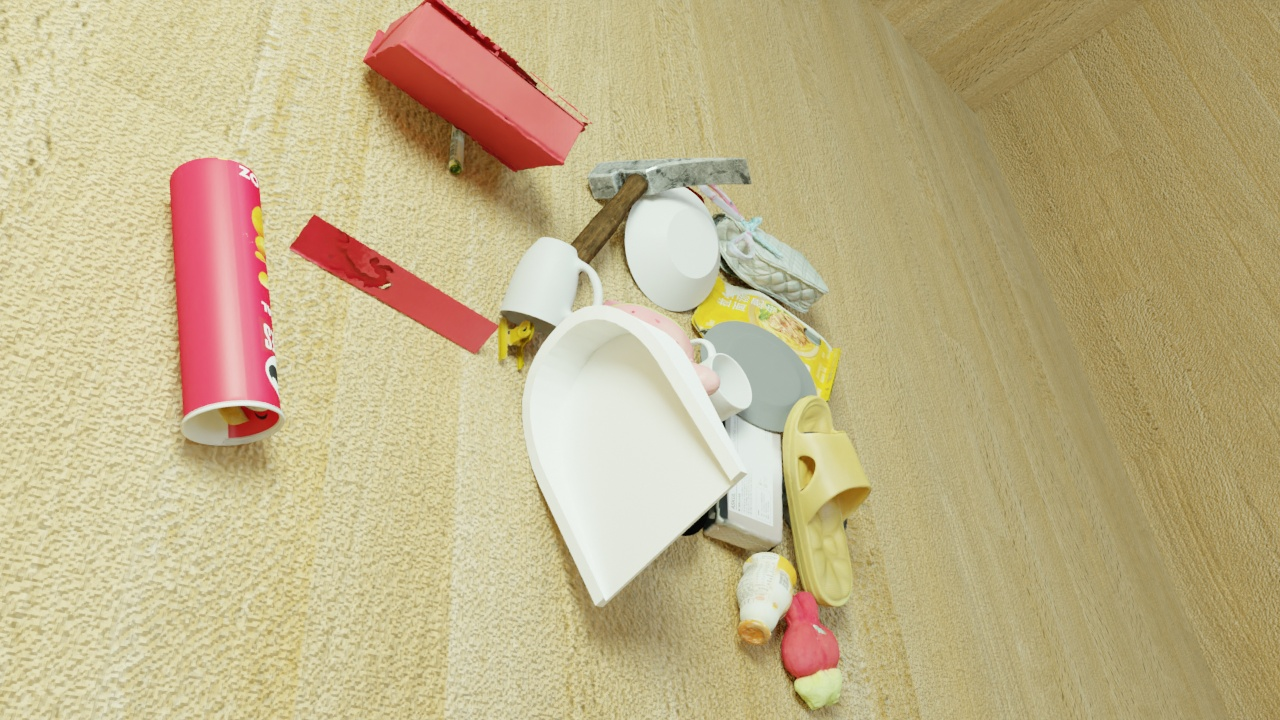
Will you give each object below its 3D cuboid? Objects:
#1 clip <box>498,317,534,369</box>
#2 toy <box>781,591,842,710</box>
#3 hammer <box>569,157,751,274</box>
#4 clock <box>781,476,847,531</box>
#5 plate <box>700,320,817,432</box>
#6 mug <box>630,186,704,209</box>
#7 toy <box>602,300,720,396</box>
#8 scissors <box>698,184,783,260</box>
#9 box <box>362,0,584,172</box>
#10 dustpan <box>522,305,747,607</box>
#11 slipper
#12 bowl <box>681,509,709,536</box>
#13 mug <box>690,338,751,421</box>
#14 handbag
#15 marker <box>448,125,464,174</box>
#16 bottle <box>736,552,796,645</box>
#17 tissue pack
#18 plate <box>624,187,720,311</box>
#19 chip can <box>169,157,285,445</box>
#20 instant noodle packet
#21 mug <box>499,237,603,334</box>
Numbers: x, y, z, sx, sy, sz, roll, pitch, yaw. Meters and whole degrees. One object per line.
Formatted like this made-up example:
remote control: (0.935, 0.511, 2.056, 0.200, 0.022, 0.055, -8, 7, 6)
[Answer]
clip: (-0.129, -0.023, 0.955, 0.048, 0.046, 0.054, -3, 56, -2)
toy: (0.195, 0.335, 1.066, 0.091, 0.045, 0.135, 2, 66, -47)
hammer: (-0.016, -0.156, 1.096, 0.299, 0.218, 0.037, -57, 140, -41)
clock: (0.222, 0.184, 1.212, 0.147, 0.056, 0.103, 31, 44, -36)
plate: (0.159, 0.016, 1.202, 0.178, 0.012, 0.178, 18, 46, -20)
mug: (0.035, -0.208, 1.280, 0.082, 0.073, 0.105, 29, 52, -35)
toy: (-0.006, 0.006, 1.023, 0.192, 0.097, 0.236, 22, 34, -4)
scissors: (0.144, -0.188, 1.310, 0.170, 0.013, 0.175, 38, 32, -21)
box: (-0.167, -0.378, 1.052, 0.213, 0.148, 0.373, 33, 45, -30)
dustpan: (-0.031, 0.064, 0.861, 0.053, 0.192, 0.257, 24, 29, -39)
slipper: (0.235, 0.169, 1.131, 0.099, 0.079, 0.263, 7, 75, -43)
bowl: (0.013, 0.139, 0.989, 0.124, 0.053, 0.123, 31, 42, -33)
mug: (0.072, 0.028, 1.117, 0.073, 0.091, 0.110, 9, 57, -48)
handbag: (0.195, -0.150, 1.428, 0.194, 0.073, 0.138, 22, 31, -41)
marker: (-0.212, -0.272, 1.070, 0.017, 0.017, 0.146, 27, 45, -37)
bottle: (0.138, 0.268, 1.032, 0.063, 0.063, 0.108, 48, 35, -13)
tissue pack: (0.125, 0.148, 1.122, 0.104, 0.071, 0.181, 22, 42, -19)
plate: (0.058, -0.154, 1.229, 0.173, 0.036, 0.174, 3, 86, -40)
chip can: (-0.321, -0.049, 0.707, 0.069, 0.069, 0.220, 12, 54, -47)
instant noodle packet: (0.174, -0.024, 1.316, 0.221, 0.084, 0.162, 39, 35, -7)
mug: (-0.085, -0.077, 0.965, 0.071, 0.107, 0.089, 43, 62, -65)
